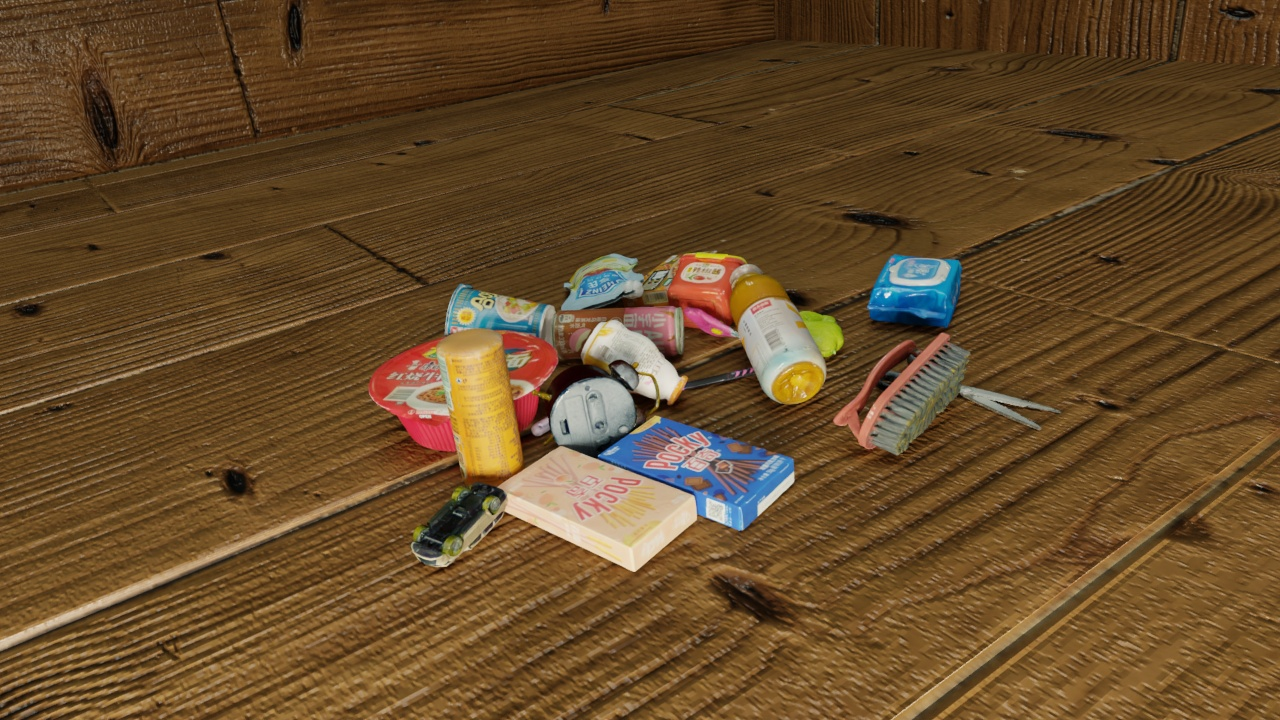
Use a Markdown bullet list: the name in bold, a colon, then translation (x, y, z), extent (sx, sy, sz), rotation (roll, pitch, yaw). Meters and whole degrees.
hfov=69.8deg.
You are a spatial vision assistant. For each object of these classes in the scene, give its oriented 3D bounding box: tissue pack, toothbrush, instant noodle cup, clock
- **tissue pack**: translation (0.333, -0.088, 1.102), extent (0.095, 0.052, 0.156), rotation (7, 28, 24)
- **toothbrush**: translation (-0.043, 0.034, 0.970), extent (0.188, 0.021, 0.029), rotation (-29, 66, -38)
- **instant noodle cup**: translation (-0.158, -0.035, 1.063), extent (0.110, 0.099, 0.099), rotation (6, 27, 8)
- **toothbrush**: translation (0.098, 0.015, 0.982), extent (0.189, 0.018, 0.014), rotation (-11, 32, -7)
- **clock**: translation (-0.038, 0.044, 0.877), extent (0.122, 0.082, 0.055), rotation (-15, 21, -12)
- **instant noodle cup**: translation (-0.177, 0.035, 0.944), extent (0.194, 0.066, 0.193), rotation (-4, 25, 2)

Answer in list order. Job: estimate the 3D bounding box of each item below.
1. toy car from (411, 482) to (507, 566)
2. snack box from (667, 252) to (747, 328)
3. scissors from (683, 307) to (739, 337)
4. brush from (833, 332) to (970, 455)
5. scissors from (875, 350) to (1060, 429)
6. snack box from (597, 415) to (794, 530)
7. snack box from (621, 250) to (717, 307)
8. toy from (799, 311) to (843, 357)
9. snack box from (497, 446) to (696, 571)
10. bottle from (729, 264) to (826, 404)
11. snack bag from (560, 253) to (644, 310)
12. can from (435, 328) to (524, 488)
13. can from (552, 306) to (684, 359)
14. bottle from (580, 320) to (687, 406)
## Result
- **toy car**: translation (-0.149, 0.138, 0.759), extent (0.042, 0.035, 0.090), rotation (9, 35, 32)
- **snack box**: translation (0.083, -0.081, 1.121), extent (0.091, 0.082, 0.079), rotation (7, 42, 26)
- **scissors**: translation (0.106, -0.034, 1.037), extent (0.138, 0.077, 0.017), rotation (22, 79, 40)
- **brush**: translation (0.240, 0.032, 0.851), extent (0.069, 0.063, 0.145), rotation (29, 50, 31)
- **scissors**: translation (0.317, 0.027, 0.911), extent (0.159, 0.014, 0.170), rotation (-3, 27, 4)
- **snack box**: translation (0.047, 0.095, 0.812), extent (0.157, 0.026, 0.084), rotation (15, 33, 37)
- **snack box**: translation (0.043, -0.108, 1.224), extent (0.075, 0.026, 0.153), rotation (-3, 23, 32)
- **toy**: translation (0.193, -0.031, 1.040), extent (0.096, 0.031, 0.100), rotation (-17, 27, -27)
- **snack box**: translation (-0.039, 0.121, 0.778), extent (0.157, 0.026, 0.084), rotation (15, 33, 37)
- **bottle**: translation (0.137, -0.035, 0.970), extent (0.068, 0.068, 0.189), rotation (-9, 41, -7)
- **snack bag**: translation (-0.050, -0.096, 1.185), extent (0.110, 0.039, 0.191), rotation (-14, 18, 1)
- **can**: translation (-0.140, 0.047, 0.815), extent (0.058, 0.146, 0.058), rotation (-5, 25, 2)
- **can**: translation (-0.025, -0.032, 1.057), extent (0.147, 0.058, 0.057), rotation (-2, 26, 9)
- **bottle**: translation (-0.006, 0.006, 0.948), extent (0.108, 0.063, 0.063), rotation (30, 34, 8)
